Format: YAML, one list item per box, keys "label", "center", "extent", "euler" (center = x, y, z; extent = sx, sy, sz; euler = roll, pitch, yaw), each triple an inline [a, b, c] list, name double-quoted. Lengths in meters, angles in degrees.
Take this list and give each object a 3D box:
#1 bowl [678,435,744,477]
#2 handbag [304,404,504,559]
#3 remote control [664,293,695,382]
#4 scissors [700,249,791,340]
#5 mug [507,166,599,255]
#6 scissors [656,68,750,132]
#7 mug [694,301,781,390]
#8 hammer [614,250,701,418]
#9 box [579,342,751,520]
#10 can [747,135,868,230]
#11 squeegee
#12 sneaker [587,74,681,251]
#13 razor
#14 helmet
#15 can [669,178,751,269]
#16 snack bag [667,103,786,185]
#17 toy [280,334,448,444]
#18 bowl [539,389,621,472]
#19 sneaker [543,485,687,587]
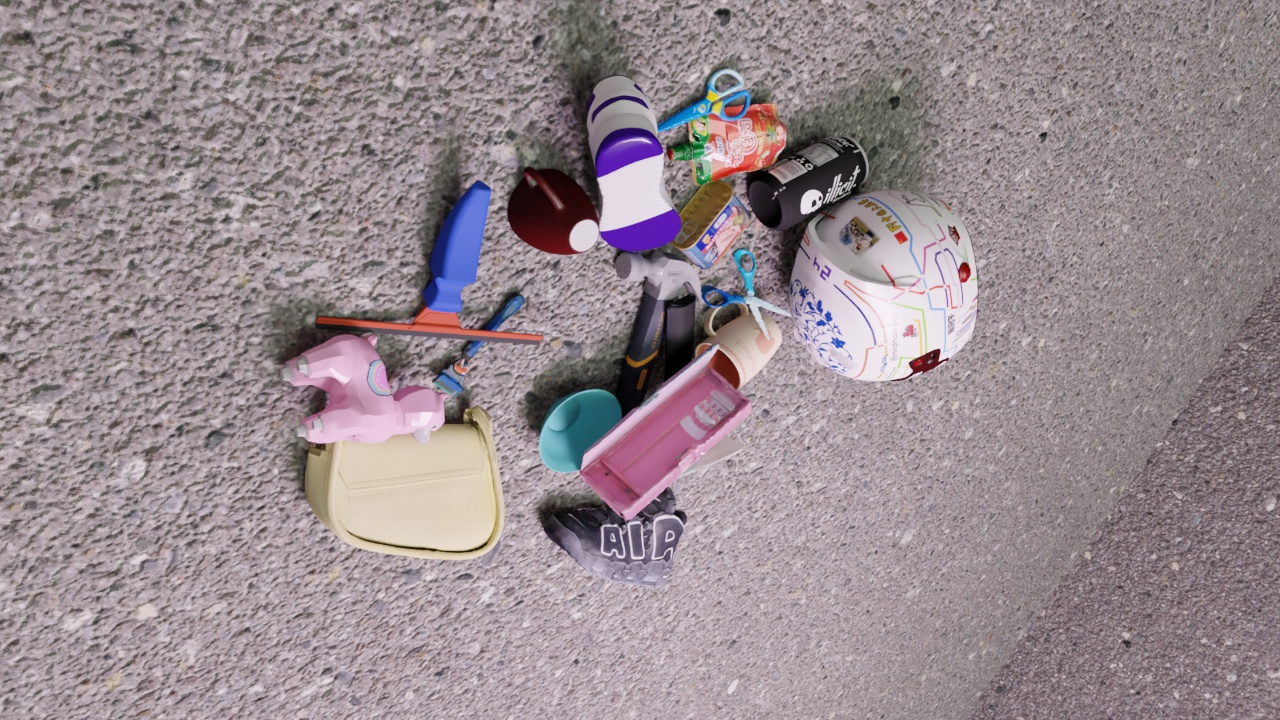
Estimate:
- label: "bowl"
  center: [0.051, 0.125, 1.271]
  extent: [0.176, 0.177, 0.058]
  euler: [-19, 87, -29]
- label: "handbag"
  center: [-0.267, 0.139, 1.044]
  extent: [0.232, 0.089, 0.191]
  euler: [2, 101, -40]
- label: "remote control"
  center: [0.053, -0.020, 1.191]
  extent: [0.045, 0.021, 0.141]
  euler: [-28, 138, -30]
- label: "scissors"
  center: [0.137, -0.078, 1.226]
  extent: [0.115, 0.014, 0.130]
  euler: [-27, 96, -11]
- label: "mug"
  center: [-0.088, -0.158, 0.973]
  extent: [0.087, 0.088, 0.114]
  euler: [-41, 136, -10]
- label: "scissors"
  center: [0.071, -0.291, 1.060]
  extent: [0.126, 0.023, 0.061]
  euler: [-31, 112, -18]
- label: "mug"
  center: [0.132, -0.030, 1.257]
  extent: [0.104, 0.085, 0.111]
  euler: [-36, 107, -29]
- label: "hammer"
  center: [-0.007, 0.007, 1.194]
  extent: [0.139, 0.035, 0.313]
  euler: [-4, 121, -41]
- label: "box"
  center: [0.030, 0.081, 1.161]
  extent: [0.232, 0.099, 0.113]
  euler: [-38, 150, -18]
- label: "can"
  center: [0.215, -0.229, 1.180]
  extent: [0.145, 0.080, 0.080]
  euler: [-29, 133, -21]
- label: "squeegee"
  center: [-0.191, -0.103, 0.949]
  extent: [0.249, 0.055, 0.185]
  euler: [4, 130, -31]
- label: "sneaker"
  center: [-0.014, -0.213, 1.004]
  extent: [0.092, 0.111, 0.244]
  euler: [-12, 158, 1]
- label: "razor"
  center: [-0.180, -0.022, 1.043]
  extent: [0.141, 0.018, 0.044]
  euler: [-51, 140, -5]
- label: "helmet"
  center: [0.320, -0.085, 1.254]
  extent: [0.236, 0.231, 0.315]
  euler: [-29, 144, -7]
- label: "can"
  center: [0.085, -0.167, 1.136]
  extent: [0.100, 0.054, 0.059]
  euler: [-50, 139, 1]
- label: "snack bag"
  center: [0.101, -0.261, 1.102]
  extent: [0.155, 0.044, 0.087]
  euler: [-16, 114, -23]
- label: "toy"
  center: [-0.276, 0.033, 0.940]
  extent: [0.157, 0.067, 0.123]
  euler: [-10, 85, -44]
- label: "bowl"
  center: [-0.087, 0.079, 1.167]
  extent: [0.121, 0.046, 0.121]
  euler: [-21, 129, -28]
- label: "sneaker"
  center: [-0.016, 0.230, 1.300]
  extent: [0.252, 0.097, 0.151]
  euler: [29, 92, -47]
